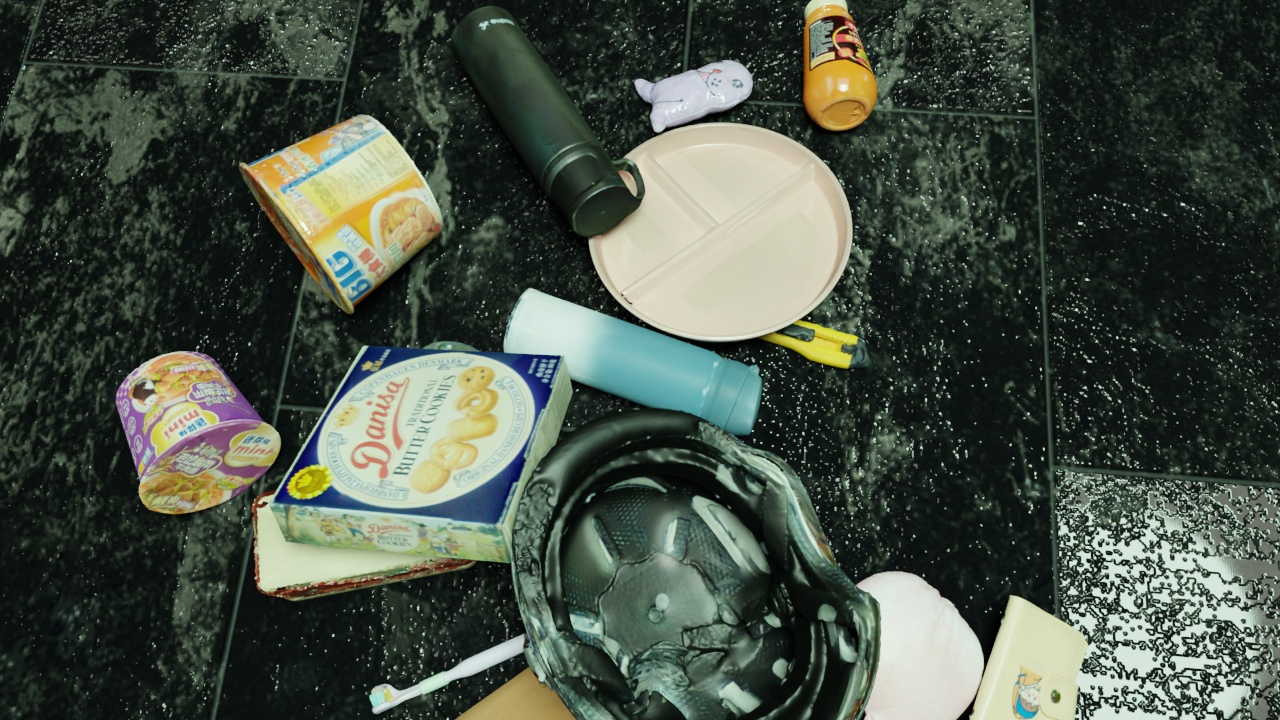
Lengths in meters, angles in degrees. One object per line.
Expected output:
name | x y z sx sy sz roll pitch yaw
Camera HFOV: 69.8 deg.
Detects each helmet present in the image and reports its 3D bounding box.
helmet | 0.028 0.181 0.669 0.229 0.157 0.274 -37 75 -24

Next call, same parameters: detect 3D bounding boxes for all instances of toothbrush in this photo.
toothbrush | -0.123 0.236 0.733 0.189 0.029 0.021 -21 114 -6

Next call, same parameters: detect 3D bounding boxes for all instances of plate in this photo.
plate | 0.069 -0.114 0.810 0.229 0.028 0.229 -2 63 3

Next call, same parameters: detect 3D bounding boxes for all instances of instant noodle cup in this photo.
instant noodle cup | -0.372 0.054 0.757 0.111 0.112 0.099 -36 68 -8
instant noodle cup | -0.250 -0.132 0.789 0.111 0.152 0.151 -38 75 -18

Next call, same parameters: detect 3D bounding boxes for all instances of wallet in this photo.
wallet | -0.064 0.287 0.710 0.131 0.031 0.108 -34 73 -6
wallet | 0.297 0.250 0.696 0.087 0.024 0.115 30 72 -16

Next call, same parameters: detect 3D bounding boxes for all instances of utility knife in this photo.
utility knife | 0.114 -0.028 0.804 0.181 0.015 0.033 17 72 8

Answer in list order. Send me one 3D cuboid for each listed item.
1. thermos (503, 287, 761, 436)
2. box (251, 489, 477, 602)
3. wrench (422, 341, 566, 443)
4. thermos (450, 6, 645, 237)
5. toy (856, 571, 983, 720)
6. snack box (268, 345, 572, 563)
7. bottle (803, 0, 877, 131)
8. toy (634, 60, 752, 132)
thermos | -0.005 0.005 0.774 0.220 0.070 0.070 20 75 8
box | -0.221 0.137 0.737 0.168 0.076 0.091 -11 72 -1
wrench | -0.085 0.070 0.783 0.273 0.016 0.056 37 81 13
thermos | -0.082 -0.218 0.830 0.089 0.069 0.242 -14 60 -36
toy | 0.186 0.242 0.698 0.121 0.054 0.159 41 74 9
snack box | -0.162 0.065 0.710 0.183 0.046 0.177 3 41 11
bottle | 0.180 -0.290 0.861 0.067 0.067 0.149 -4 66 1
toy | 0.053 -0.253 0.864 0.108 0.039 0.083 -20 51 -2
